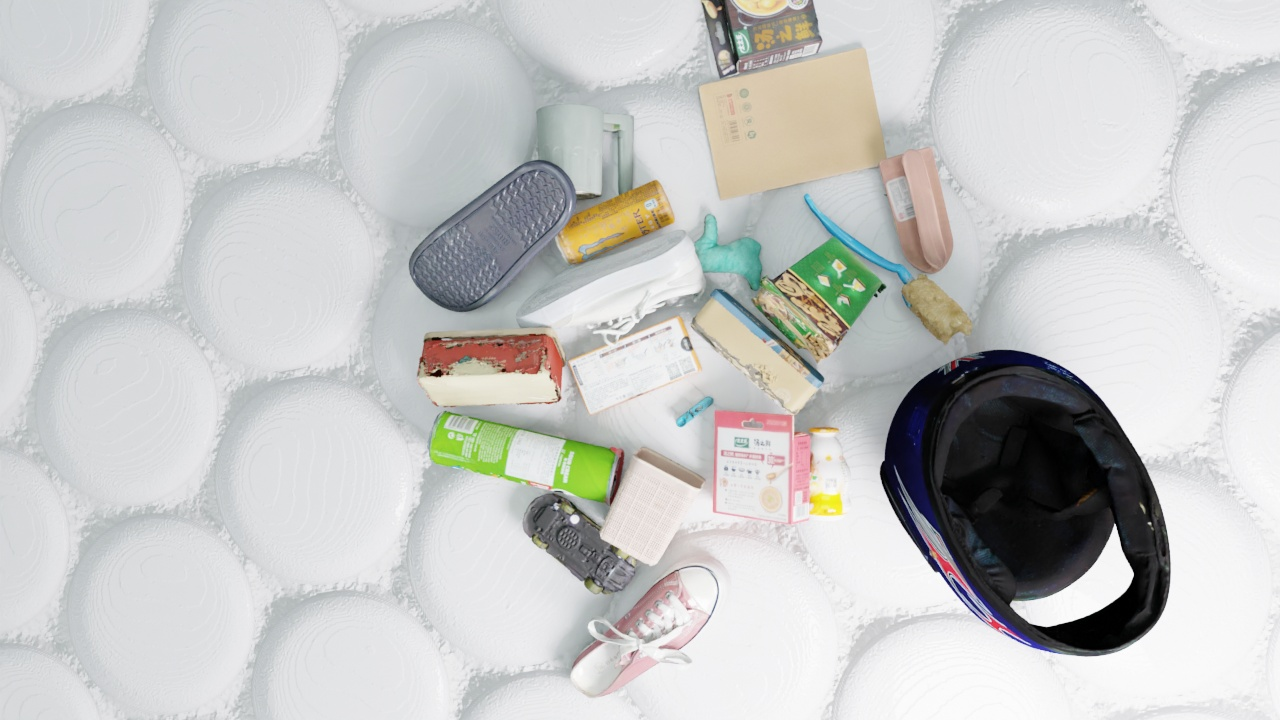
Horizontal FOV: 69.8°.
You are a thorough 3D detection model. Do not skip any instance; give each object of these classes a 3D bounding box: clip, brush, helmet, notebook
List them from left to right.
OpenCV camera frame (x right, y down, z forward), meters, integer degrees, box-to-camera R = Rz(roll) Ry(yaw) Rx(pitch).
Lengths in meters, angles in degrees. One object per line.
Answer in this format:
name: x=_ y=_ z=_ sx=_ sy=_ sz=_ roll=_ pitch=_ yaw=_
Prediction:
clip: x=0.067 y=0.064 z=1.138 sx=0.056 sy=0.043 sz=0.014 roll=-38 pitch=84 yaw=10
notebook: x=0.186 y=-0.290 z=1.129 sx=0.208 sy=0.008 sz=0.148 roll=-11 pitch=89 yaw=8
brush: x=0.288 y=-0.112 z=1.089 sx=0.254 sy=0.083 sz=0.046 roll=43 pitch=97 yaw=13
brush: x=0.328 y=-0.173 z=1.077 sx=0.063 sy=0.073 sz=0.145 roll=-14 pitch=90 yaw=7
helmet: x=0.400 y=0.146 z=0.976 sx=0.247 sy=0.240 sz=0.315 roll=-24 pitch=76 yaw=6

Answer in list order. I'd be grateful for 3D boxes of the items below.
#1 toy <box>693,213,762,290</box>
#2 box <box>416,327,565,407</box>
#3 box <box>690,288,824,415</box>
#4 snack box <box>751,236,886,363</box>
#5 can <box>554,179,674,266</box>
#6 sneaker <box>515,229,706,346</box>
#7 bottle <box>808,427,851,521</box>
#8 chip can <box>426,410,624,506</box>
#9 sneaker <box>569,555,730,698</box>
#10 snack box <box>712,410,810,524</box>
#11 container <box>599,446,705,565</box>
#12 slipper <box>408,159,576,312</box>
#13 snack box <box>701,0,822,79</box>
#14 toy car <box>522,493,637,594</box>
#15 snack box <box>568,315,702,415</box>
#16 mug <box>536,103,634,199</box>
toy: x=0.104 y=-0.133 z=1.130 sx=0.092 sy=0.030 sz=0.096 roll=1 pitch=83 yaw=6
box: x=-0.182 y=0.016 z=1.125 sx=0.168 sy=0.091 sz=0.080 roll=-2 pitch=60 yaw=8
box: x=0.135 y=-0.015 z=1.095 sx=0.184 sy=0.089 sz=0.059 roll=43 pitch=101 yaw=4
snack box: x=0.211 y=-0.078 z=1.081 sx=0.105 sy=0.118 sz=0.117 roll=-45 pitch=85 yaw=-7
can: x=-0.033 y=-0.170 z=1.133 sx=0.146 sy=0.058 sz=0.058 roll=-22 pitch=87 yaw=7
sneaker: x=-0.034 y=-0.074 z=1.127 sx=0.243 sy=0.089 sz=0.091 roll=-20 pitch=117 yaw=18
bottle: x=0.219 y=0.134 z=1.095 sx=0.063 sy=0.063 sz=0.108 roll=0 pitch=90 yaw=8
chip can: x=-0.141 y=0.120 z=1.140 sx=0.236 sy=0.072 sz=0.072 roll=12 pitch=91 yaw=8
sneaker: x=0.009 y=0.331 z=1.111 sx=0.241 sy=0.087 sz=0.118 roll=-40 pitch=85 yaw=7
snack box: x=0.143 y=0.124 z=1.089 sx=0.113 sy=0.044 sz=0.127 roll=2 pitch=91 yaw=41
container: x=0.012 y=0.177 z=1.112 sx=0.090 sy=0.090 sz=0.111 roll=27 pitch=96 yaw=7
slipper: x=-0.173 y=-0.155 z=1.139 sx=0.269 sy=0.083 sz=0.110 roll=-33 pitch=100 yaw=30
snack box: x=0.146 y=-0.418 z=1.118 sx=0.126 sy=0.053 sz=0.113 roll=-13 pitch=88 yaw=2
toy car: x=-0.076 y=0.227 z=1.146 sx=0.158 sy=0.042 sz=0.070 roll=39 pitch=94 yaw=5
snack box: x=-0.007 y=0.007 z=1.145 sx=0.154 sy=0.026 sz=0.075 roll=-22 pitch=87 yaw=8
mug: x=-0.067 y=-0.255 z=1.135 sx=0.123 sy=0.084 sz=0.103 roll=0 pitch=91 yaw=-17
